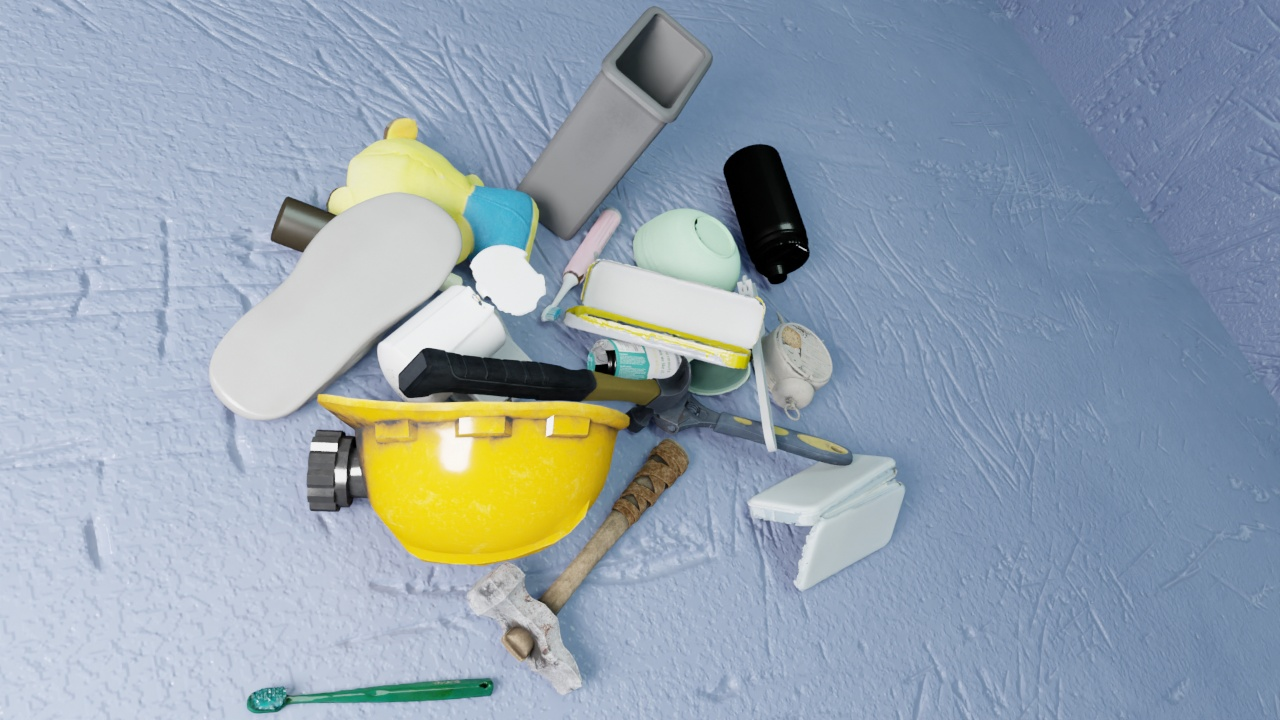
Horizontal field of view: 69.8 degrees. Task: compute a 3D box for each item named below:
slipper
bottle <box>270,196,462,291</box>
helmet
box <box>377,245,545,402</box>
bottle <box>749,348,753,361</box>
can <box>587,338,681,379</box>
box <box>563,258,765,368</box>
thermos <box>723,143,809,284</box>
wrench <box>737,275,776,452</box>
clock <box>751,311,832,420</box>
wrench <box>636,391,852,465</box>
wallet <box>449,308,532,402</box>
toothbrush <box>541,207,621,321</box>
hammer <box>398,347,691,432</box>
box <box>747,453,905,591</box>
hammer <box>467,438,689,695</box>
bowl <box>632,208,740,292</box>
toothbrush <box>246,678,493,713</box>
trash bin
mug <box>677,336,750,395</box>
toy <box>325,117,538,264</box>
[{"bbox_3d":[-0.273,-0.044,0.833,0.113,0.081,0.265,38,61,-4],"label":"slipper"},{"bbox_3d":[-0.262,-0.104,0.898,0.184,0.046,0.045,21,48,-26],"label":"bottle"},{"bbox_3d":[-0.138,0.102,0.758,0.255,0.205,0.131,3,81,-8],"label":"helmet"},{"bbox_3d":[-0.158,-0.032,0.837,0.083,0.093,0.165,40,61,8],"label":"box"},{"bbox_3d":[0.126,-0.044,1.182,0.025,0.025,0.106,17,50,-29],"label":"bottle"},{"bbox_3d":[-0.006,0.006,1.015,0.101,0.055,0.055,3,57,-37],"label":"can"},{"bbox_3d":[0.027,-0.045,1.018,0.210,0.057,0.117,14,49,11],"label":"box"},{"bbox_3d":[0.182,-0.204,1.302,0.086,0.086,0.198,10,54,-34],"label":"thermos"},{"bbox_3d":[0.143,0.001,1.100,0.087,0.018,0.272,65,17,-47],"label":"wrench"},{"bbox_3d":[0.198,0.013,1.170,0.103,0.061,0.156,30,43,-18],"label":"clock"},{"bbox_3d":[0.124,0.080,1.056,0.273,0.022,0.073,17,33,-15],"label":"wrench"},{"bbox_3d":[-0.157,-0.006,0.918,0.118,0.038,0.115,46,42,4],"label":"wallet"},{"bbox_3d":[-0.069,-0.113,1.076,0.221,0.027,0.027,-65,149,-46],"label":"toothbrush"},{"bbox_3d":[-0.071,0.022,0.855,0.332,0.118,0.025,8,49,-49],"label":"hammer"},{"bbox_3d":[0.225,0.195,1.065,0.214,0.106,0.127,-17,100,-44],"label":"box"},{"bbox_3d":[-0.032,0.171,0.882,0.121,0.049,0.317,49,40,-2],"label":"hammer"},{"bbox_3d":[0.071,-0.137,1.171,0.150,0.077,0.150,22,47,-26],"label":"bowl"},{"bbox_3d":[-0.199,0.254,0.701,0.189,0.017,0.016,9,54,-34],"label":"toothbrush"},{"bbox_3d":[-0.034,-0.277,1.082,0.097,0.221,0.191,37,43,-10],"label":"trash bin"},{"bbox_3d":[0.093,-0.016,1.099,0.111,0.084,0.103,35,36,-36],"label":"mug"},{"bbox_3d":[-0.204,-0.164,0.965,0.214,0.084,0.148,28,44,-23],"label":"toy"}]
